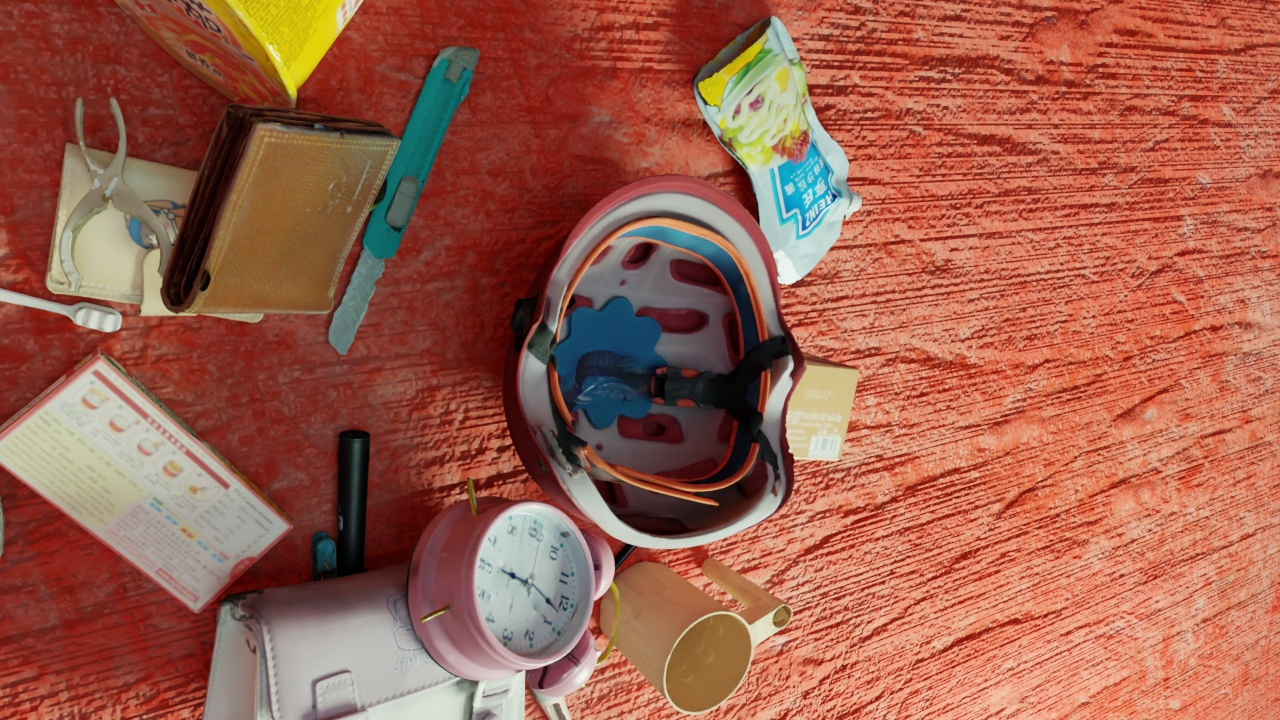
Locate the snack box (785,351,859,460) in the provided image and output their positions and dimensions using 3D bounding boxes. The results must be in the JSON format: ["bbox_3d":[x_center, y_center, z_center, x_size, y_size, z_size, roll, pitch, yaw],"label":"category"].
[{"bbox_3d":[0.103,0.029,0.735,0.092,0.094,0.077,6,99,-33],"label":"snack box"}]

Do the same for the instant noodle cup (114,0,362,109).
[{"bbox_3d":[-0.199,-0.213,0.464,0.138,0.138,0.109,46,68,-32],"label":"instant noodle cup"}]

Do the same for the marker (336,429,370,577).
[{"bbox_3d":[-0.193,0.111,0.616,0.022,0.020,0.132,1,103,-21],"label":"marker"}]

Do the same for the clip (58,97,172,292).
[{"bbox_3d":[-0.267,-0.080,0.486,0.092,0.035,0.103,18,82,-27],"label":"clip"}]

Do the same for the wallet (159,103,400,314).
[{"bbox_3d":[-0.189,-0.075,0.491,0.101,0.032,0.125,-13,139,-59],"label":"wallet"}]

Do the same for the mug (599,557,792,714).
[{"bbox_3d":[0.042,0.209,0.739,0.124,0.104,0.084,-25,115,-25],"label":"mug"}]

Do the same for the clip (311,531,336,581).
[{"bbox_3d":[-0.211,0.142,0.613,0.014,0.043,0.056,-7,106,-33],"label":"clip"}]

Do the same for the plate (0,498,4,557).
[{"bbox_3d":[-0.425,0.088,0.460,0.179,0.024,0.179,-8,107,-28],"label":"plate"}]

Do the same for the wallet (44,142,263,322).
[{"bbox_3d":[-0.266,-0.067,0.521,0.115,0.024,0.087,8,100,-35],"label":"wallet"}]

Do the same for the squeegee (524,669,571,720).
[{"bbox_3d":[-0.069,0.272,0.727,0.247,0.040,0.250,-23,109,-7],"label":"squeegee"}]

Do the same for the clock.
[{"bbox_3d":[-0.071,0.152,0.596,0.158,0.060,0.117,37,52,-36],"label":"clock"}]

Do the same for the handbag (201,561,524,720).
[{"bbox_3d":[-0.168,0.206,0.593,0.196,0.099,0.145,0,95,-47],"label":"handbag"}]

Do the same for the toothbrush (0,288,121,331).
[{"bbox_3d":[-0.365,-0.042,0.469,0.180,0.016,0.016,17,91,-34],"label":"toothbrush"}]

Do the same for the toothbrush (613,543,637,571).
[{"bbox_3d":[0.001,0.139,0.751,0.189,0.014,0.018,-46,112,-13],"label":"toothbrush"}]

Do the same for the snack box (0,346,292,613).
[{"bbox_3d":[-0.290,0.074,0.541,0.077,0.027,0.156,-44,121,-15],"label":"snack box"}]

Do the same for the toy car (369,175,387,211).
[{"bbox_3d":[-0.194,-0.116,0.540,0.091,0.043,0.036,22,135,-30],"label":"toy car"}]

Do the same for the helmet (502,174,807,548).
[{"bbox_3d":[-0.004,0.004,0.637,0.206,0.144,0.240,5,85,-29],"label":"helmet"}]

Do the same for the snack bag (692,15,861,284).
[{"bbox_3d":[0.114,-0.162,0.727,0.110,0.039,0.191,-50,124,-25],"label":"snack bag"}]

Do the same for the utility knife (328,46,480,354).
[{"bbox_3d":[-0.153,-0.104,0.588,0.029,0.013,0.216,22,91,-34],"label":"utility knife"}]
